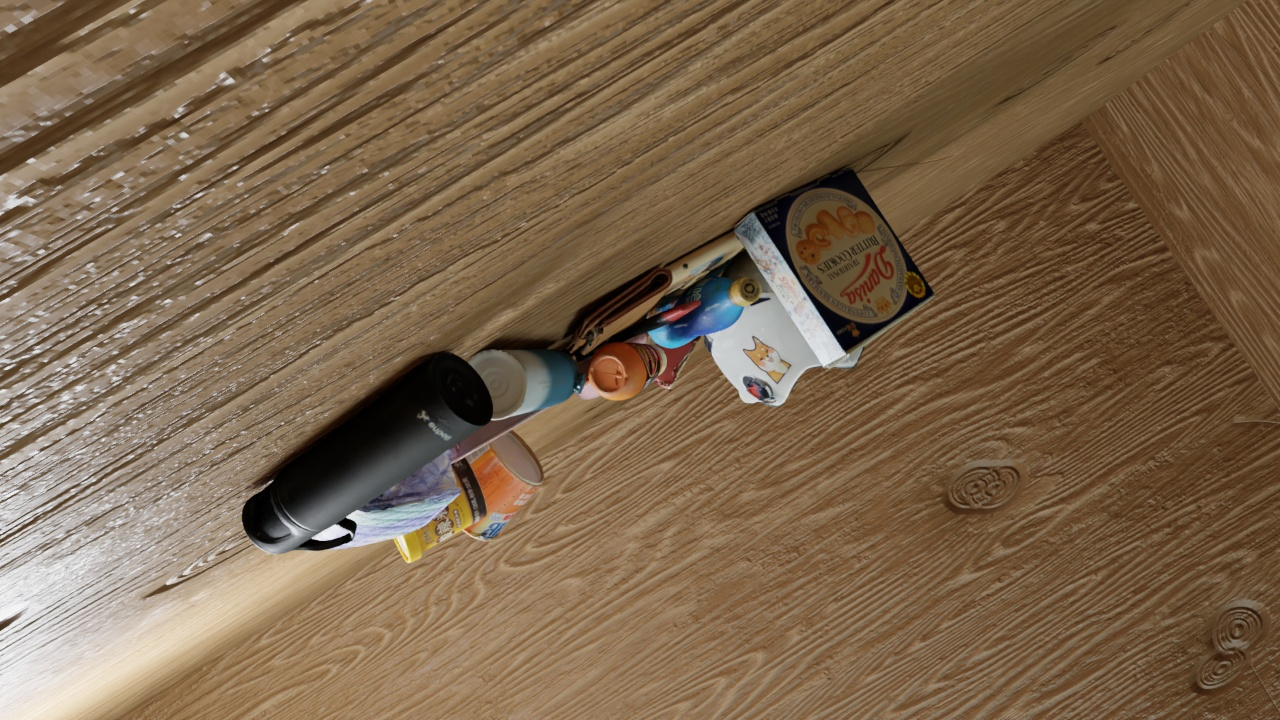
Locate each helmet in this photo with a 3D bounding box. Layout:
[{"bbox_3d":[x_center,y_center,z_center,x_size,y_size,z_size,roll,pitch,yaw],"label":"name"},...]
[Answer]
[{"bbox_3d":[0.173,-0.074,1.165,0.275,0.157,0.229,-27,-149,51],"label":"helmet"}]

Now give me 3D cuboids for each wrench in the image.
[{"bbox_3d":[-0.012,-0.032,1.093,0.056,0.016,0.274,-25,-178,-30],"label":"wrench"}]

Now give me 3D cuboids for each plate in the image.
[{"bbox_3d":[-0.141,0.057,1.129,0.229,0.028,0.229,-31,-178,1],"label":"plate"}]

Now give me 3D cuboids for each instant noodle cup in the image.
[{"bbox_3d":[-0.217,0.165,1.313,0.111,0.151,0.151,-41,174,11],"label":"instant noodle cup"},{"bbox_3d":[-0.267,0.181,1.173,0.114,0.118,0.119,-22,172,-23],"label":"instant noodle cup"}]

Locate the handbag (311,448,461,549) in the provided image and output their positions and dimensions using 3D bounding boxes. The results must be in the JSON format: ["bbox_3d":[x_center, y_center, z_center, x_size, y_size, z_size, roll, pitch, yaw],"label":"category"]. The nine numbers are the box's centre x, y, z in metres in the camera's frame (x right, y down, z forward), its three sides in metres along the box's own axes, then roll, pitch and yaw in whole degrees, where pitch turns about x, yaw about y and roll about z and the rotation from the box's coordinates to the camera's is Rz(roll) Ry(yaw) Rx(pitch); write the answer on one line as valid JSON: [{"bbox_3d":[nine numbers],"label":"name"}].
[{"bbox_3d":[-0.285,0.148,1.002,0.134,0.075,0.194,-9,162,-34],"label":"handbag"}]

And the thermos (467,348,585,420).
[{"bbox_3d":[-0.110,0.019,0.917,0.070,0.070,0.220,-33,175,10],"label":"thermos"}]

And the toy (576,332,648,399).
[{"bbox_3d":[-0.037,0.002,1.265,0.121,0.054,0.160,-43,179,-23],"label":"toy"}]

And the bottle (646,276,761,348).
[{"bbox_3d":[0.077,-0.061,1.096,0.065,0.065,0.219,-30,-175,-24],"label":"bottle"}]

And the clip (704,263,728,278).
[{"bbox_3d":[0.085,-0.109,1.143,0.057,0.047,0.014,-37,173,21],"label":"clip"}]

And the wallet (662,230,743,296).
[{"bbox_3d":[0.066,-0.107,1.018,0.115,0.024,0.087,-31,171,-22],"label":"wallet"}]

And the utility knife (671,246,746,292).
[{"bbox_3d":[0.109,-0.129,1.099,0.181,0.015,0.033,-31,179,-2],"label":"utility knife"}]

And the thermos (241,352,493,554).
[{"bbox_3d":[-0.226,0.089,0.775,0.243,0.090,0.068,-34,-143,23],"label":"thermos"}]

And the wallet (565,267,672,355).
[{"bbox_3d":[-0.025,-0.048,0.982,0.107,0.031,0.132,-34,177,-16],"label":"wallet"}]

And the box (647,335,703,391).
[{"bbox_3d":[0.047,-0.011,1.291,0.091,0.075,0.168,-60,178,10],"label":"box"}]

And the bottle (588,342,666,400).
[{"bbox_3d":[-0.006,0.006,1.087,0.067,0.066,0.149,-34,173,24],"label":"bottle"}]

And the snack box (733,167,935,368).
[{"bbox_3d":[0.217,-0.107,1.008,0.177,0.182,0.046,-29,174,-37],"label":"snack box"}]
